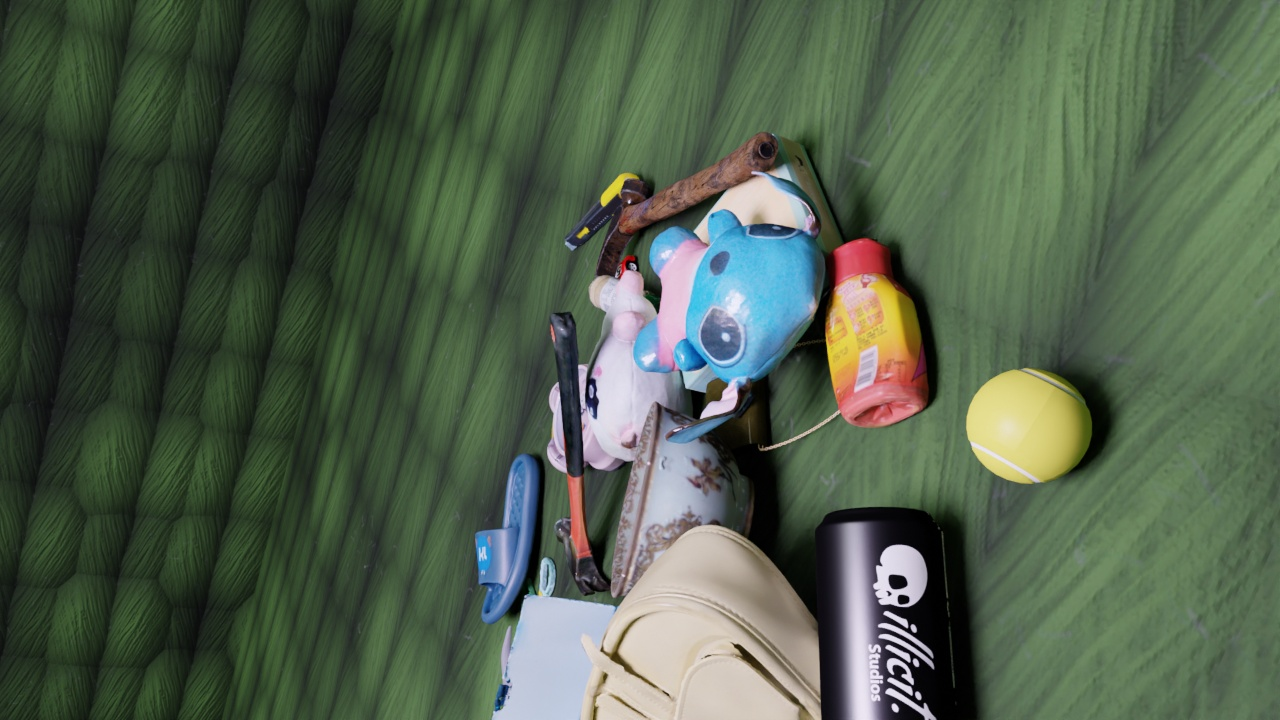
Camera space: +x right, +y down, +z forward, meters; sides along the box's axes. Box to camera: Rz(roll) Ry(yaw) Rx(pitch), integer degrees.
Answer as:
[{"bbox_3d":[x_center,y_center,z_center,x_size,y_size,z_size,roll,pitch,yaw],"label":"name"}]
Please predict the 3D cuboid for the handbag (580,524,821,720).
[{"bbox_3d":[0.042,0.245,0.655,0.233,0.191,0.088,-57,-9,35],"label":"handbag"}]

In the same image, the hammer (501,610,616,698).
[{"bbox_3d":[-0.065,0.300,0.952,0.312,0.029,0.125,-45,52,41],"label":"hammer"}]

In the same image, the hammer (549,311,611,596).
[{"bbox_3d":[-0.066,0.096,0.897,0.133,0.033,0.334,-120,23,-52],"label":"hammer"}]

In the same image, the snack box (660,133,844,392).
[{"bbox_3d":[0.091,-0.082,0.817,0.194,0.044,0.141,-50,39,40],"label":"snack box"}]

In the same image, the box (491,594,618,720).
[{"bbox_3d":[-0.065,0.337,0.832,0.114,0.113,0.244,53,132,55],"label":"box"}]

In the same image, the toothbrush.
[{"bbox_3d":[0.127,-0.022,0.738,0.188,0.014,0.017,-52,52,22],"label":"toothbrush"}]

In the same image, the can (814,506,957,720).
[{"bbox_3d":[0.152,0.170,0.573,0.080,0.080,0.145,-27,56,55],"label":"can"}]

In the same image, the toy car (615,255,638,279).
[{"bbox_3d":[-0.022,-0.074,1.035,0.038,0.025,0.089,-34,50,51],"label":"toy car"}]

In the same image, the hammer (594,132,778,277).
[{"bbox_3d":[0.036,-0.153,0.896,0.331,0.033,0.120,-8,63,67],"label":"hammer"}]

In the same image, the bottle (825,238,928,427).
[{"bbox_3d":[0.165,-0.023,0.659,0.072,0.048,0.134,-37,48,49],"label":"bottle"}]

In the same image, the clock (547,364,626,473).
[{"bbox_3d":[-0.058,0.063,1.011,0.158,0.058,0.116,-28,55,55],"label":"clock"}]

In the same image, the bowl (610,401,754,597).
[{"bbox_3d":[0.038,0.120,0.745,0.160,0.094,0.160,-171,93,-87],"label":"bowl"}]

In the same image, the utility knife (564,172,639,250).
[{"bbox_3d":[-0.052,-0.178,1.128,0.174,0.028,0.020,-36,43,53],"label":"utility knife"}]

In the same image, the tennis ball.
[{"bbox_3d":[0.220,0.037,0.520,0.065,0.065,0.065,-32,52,53],"label":"tennis ball"}]

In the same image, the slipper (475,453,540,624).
[{"bbox_3d":[-0.168,0.218,1.138,0.104,0.059,0.213,-20,57,62],"label":"slipper"}]

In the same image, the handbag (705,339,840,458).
[{"bbox_3d":[0.121,0.028,0.751,0.179,0.027,0.084,-28,53,48],"label":"handbag"}]

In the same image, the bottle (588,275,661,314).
[{"bbox_3d":[-0.011,-0.059,0.969,0.110,0.042,0.043,29,105,46],"label":"bottle"}]

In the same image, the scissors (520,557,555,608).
[{"bbox_3d":[-0.114,0.290,1.071,0.112,0.012,0.131,-65,30,22],"label":"scissors"}]

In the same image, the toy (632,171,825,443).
[{"bbox_3d":[0.060,-0.037,0.720,0.192,0.099,0.223,2,70,60],"label":"toy"}]

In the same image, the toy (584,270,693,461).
[{"bbox_3d":[-0.005,0.005,0.875,0.139,0.101,0.179,89,175,-84],"label":"toy"}]
